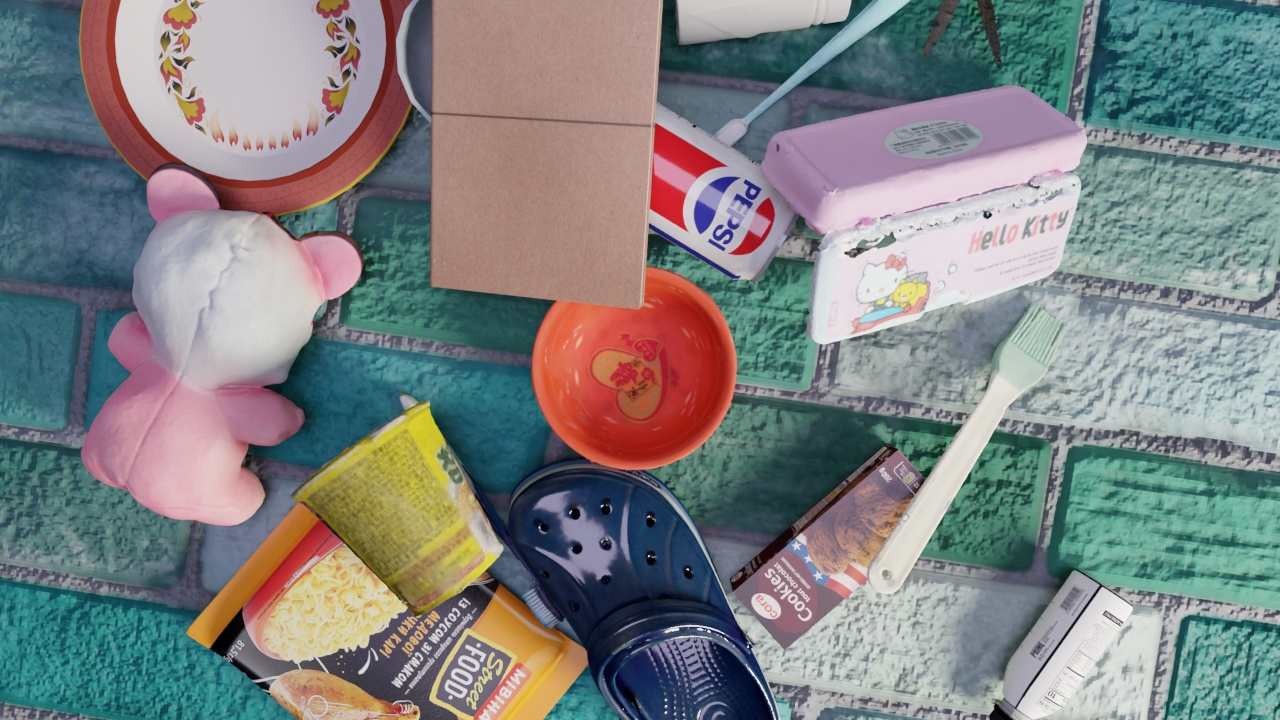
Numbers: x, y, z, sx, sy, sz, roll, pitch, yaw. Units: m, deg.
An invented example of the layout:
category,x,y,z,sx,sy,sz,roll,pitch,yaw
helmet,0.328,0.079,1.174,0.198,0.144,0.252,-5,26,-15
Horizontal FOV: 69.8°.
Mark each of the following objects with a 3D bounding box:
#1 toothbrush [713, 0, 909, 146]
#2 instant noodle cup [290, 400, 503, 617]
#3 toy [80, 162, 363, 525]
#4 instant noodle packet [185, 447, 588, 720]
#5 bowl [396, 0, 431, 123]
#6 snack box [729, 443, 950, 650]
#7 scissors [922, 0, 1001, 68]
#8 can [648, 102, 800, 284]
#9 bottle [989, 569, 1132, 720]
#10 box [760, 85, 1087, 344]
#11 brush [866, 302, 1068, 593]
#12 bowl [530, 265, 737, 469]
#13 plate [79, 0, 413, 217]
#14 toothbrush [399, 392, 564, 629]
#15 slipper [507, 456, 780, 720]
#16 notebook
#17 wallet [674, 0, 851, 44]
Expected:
category,x,y,z,sx,sy,sz,roll,pitch,yaw
toothbrush,0.120,-0.198,0.602,0.180,0.016,0.016,-40,98,2
instant noodle cup,-0.144,0.095,0.573,0.102,0.102,0.108,-36,93,3
toy,-0.277,-0.005,0.590,0.142,0.084,0.213,26,96,1
instant noodle packet,-0.166,0.190,0.616,0.221,0.032,0.160,40,86,0
bowl,-0.102,-0.192,0.591,0.106,0.039,0.106,-2,100,-12
snack box,0.130,0.122,0.605,0.141,0.031,0.051,-42,90,3
scissors,0.215,-0.277,0.591,0.157,0.012,0.169,-38,87,0
can,0.032,-0.109,0.581,0.132,0.070,0.070,31,93,1
bottle,0.270,0.195,0.599,0.041,0.041,0.116,34,93,0
box,0.174,-0.091,0.566,0.201,0.103,0.101,-16,48,-21
brush,0.208,0.055,0.586,0.033,0.012,0.217,36,79,3
bowl,-0.004,0.004,0.599,0.130,0.045,0.130,0,92,2
plate,-0.256,-0.210,0.611,0.230,0.021,0.230,0,92,2
toothbrush,-0.109,0.099,0.617,0.017,0.016,0.189,-35,87,7
slipper,0.012,0.171,0.583,0.105,0.095,0.253,-34,94,5
notebook,-0.061,-0.141,0.550,0.141,0.008,0.209,7,104,14
wallet,0.078,-0.231,0.569,0.116,0.086,0.032,-12,67,4
